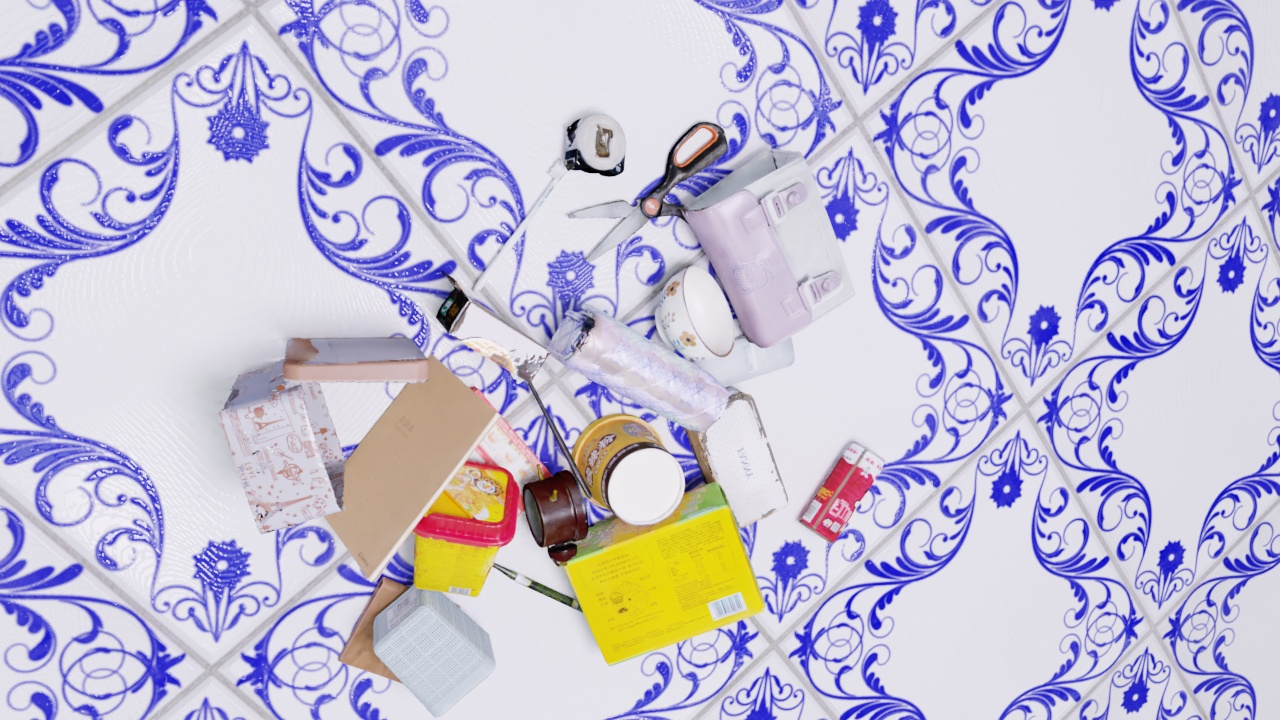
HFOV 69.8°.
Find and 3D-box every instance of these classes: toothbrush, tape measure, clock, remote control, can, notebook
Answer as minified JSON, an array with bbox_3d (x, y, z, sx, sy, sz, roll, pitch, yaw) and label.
[{"bbox_3d":[-0.102,0.081,1.059,0.018,0.016,0.181,-30,88,-5],"label":"toothbrush"},{"bbox_3d":[-0.050,-0.242,1.027,0.065,0.034,0.066,1,93,-32],"label":"tape measure"},{"bbox_3d":[-0.098,0.182,1.052,0.055,0.082,0.122,-13,121,-23],"label":"clock"},{"bbox_3d":[0.130,-0.003,1.153,0.135,0.020,0.056,-18,105,-15],"label":"remote control"},{"bbox_3d":[-0.139,0.272,1.114,0.185,0.017,0.012,31,128,-23],"label":"toothbrush"},{"bbox_3d":[0.269,0.175,1.221,0.053,0.053,0.132,34,88,-22],"label":"can"},{"bbox_3d":[-0.136,-0.151,1.031,0.016,0.016,0.180,35,87,-15],"label":"toothbrush"},{"bbox_3d":[-0.253,0.108,0.977,0.211,0.149,0.012,-52,138,-3],"label":"notebook"}]

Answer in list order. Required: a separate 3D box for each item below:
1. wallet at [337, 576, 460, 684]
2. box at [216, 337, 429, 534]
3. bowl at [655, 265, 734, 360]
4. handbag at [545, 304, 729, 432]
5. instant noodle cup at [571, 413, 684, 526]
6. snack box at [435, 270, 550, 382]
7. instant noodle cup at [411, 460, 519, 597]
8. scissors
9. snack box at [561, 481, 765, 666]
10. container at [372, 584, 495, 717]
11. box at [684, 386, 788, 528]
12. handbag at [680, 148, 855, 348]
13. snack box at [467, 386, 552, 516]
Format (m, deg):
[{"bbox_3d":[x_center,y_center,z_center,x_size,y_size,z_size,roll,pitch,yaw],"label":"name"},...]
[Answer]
[{"bbox_3d":[-0.282,0.320,1.073,0.101,0.020,0.115,27,93,-21],"label":"wallet"},{"bbox_3d":[-0.301,0.050,0.927,0.193,0.183,0.157,-15,106,-13],"label":"box"},{"bbox_3d":[0.057,-0.049,1.085,0.062,0.113,0.113,-20,113,29],"label":"bowl"},{"bbox_3d":[-0.006,0.006,1.045,0.193,0.134,0.075,27,91,-23],"label":"handbag"},{"bbox_3d":[-0.011,0.133,1.080,0.118,0.114,0.118,-4,103,-19],"label":"instant noodle cup"},{"bbox_3d":[-0.168,-0.037,0.990,0.125,0.113,0.053,33,88,-22],"label":"snack box"},{"bbox_3d":[-0.201,0.188,1.015,0.116,0.116,0.124,11,123,-10],"label":"instant noodle cup"},{"bbox_3d":[0.035,-0.183,1.082,0.210,0.022,0.221,32,89,-23],"label":"scissors"},{"bbox_3d":[0.027,0.259,1.116,0.210,0.070,0.158,-20,108,2],"label":"snack box"},{"bbox_3d":[-0.235,0.318,1.030,0.090,0.090,0.111,-40,110,-5],"label":"container"},{"bbox_3d":[0.122,0.129,1.158,0.089,0.060,0.184,-23,110,-13],"label":"box"},{"bbox_3d":[0.155,-0.130,1.085,0.145,0.098,0.197,-33,116,-9],"label":"handbag"},{"bbox_3d":[-0.172,0.110,1.065,0.075,0.025,0.153,-41,111,-9],"label":"snack box"}]
